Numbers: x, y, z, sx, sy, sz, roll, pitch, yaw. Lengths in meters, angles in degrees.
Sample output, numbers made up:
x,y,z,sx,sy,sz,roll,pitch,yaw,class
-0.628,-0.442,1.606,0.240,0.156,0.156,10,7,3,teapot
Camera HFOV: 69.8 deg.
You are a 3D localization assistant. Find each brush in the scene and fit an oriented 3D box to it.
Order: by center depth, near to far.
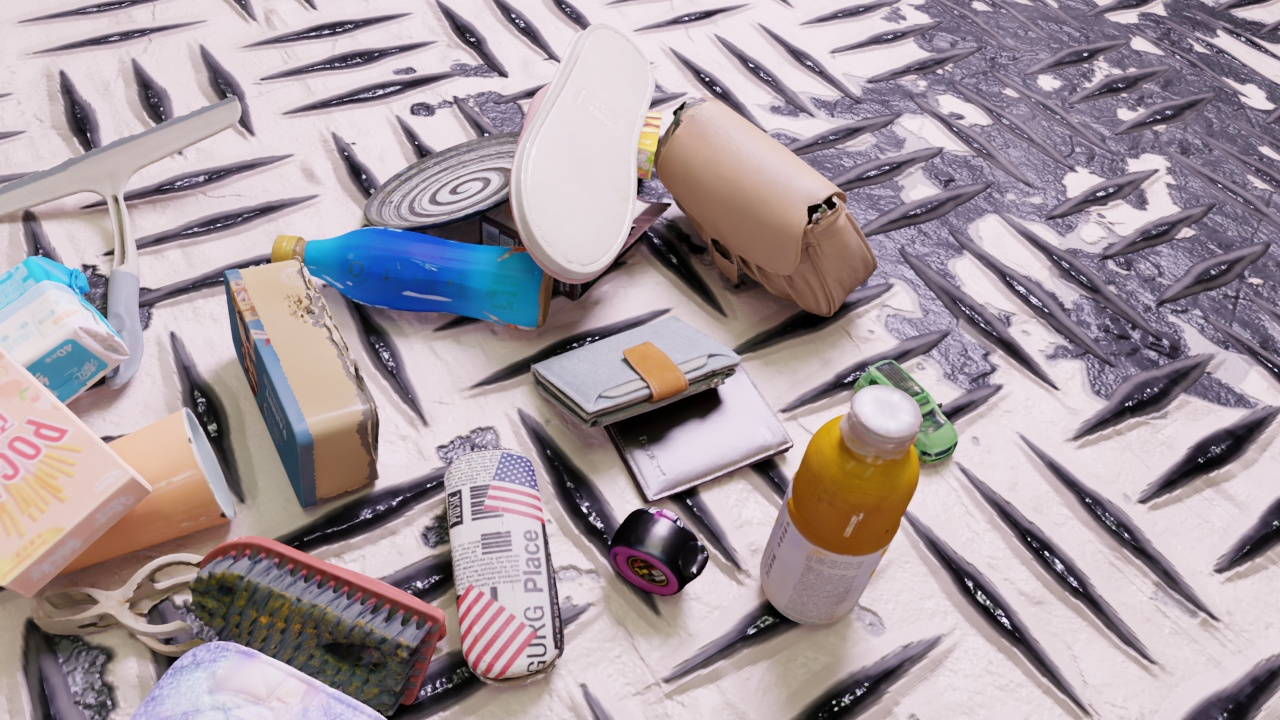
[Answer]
x,y,z,sx,sy,sz,roll,pitch,yaw,class
-0.188,0.145,0.538,0.146,0.063,0.069,22,14,2,brush

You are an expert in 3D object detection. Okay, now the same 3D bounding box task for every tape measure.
x,y,z,sx,sy,sz,roll,pitch,yaw,class
0.011,0.122,0.591,0.058,0.057,0.039,34,54,1,tape measure

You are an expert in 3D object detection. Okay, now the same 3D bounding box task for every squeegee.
x,y,z,sx,sy,sz,roll,pitch,yaw,class
-0.409,-0.072,0.720,0.246,0.039,0.246,-22,60,-2,squeegee

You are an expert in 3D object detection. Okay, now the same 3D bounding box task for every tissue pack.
x,y,z,sx,sy,sz,roll,pitch,yaw,class
-0.429,0.000,0.624,0.140,0.063,0.090,-41,64,-14,tissue pack

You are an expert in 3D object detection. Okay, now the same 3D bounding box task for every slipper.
x,y,z,sx,sy,sz,roll,pitch,yaw,class
-0.048,-0.171,0.747,0.114,0.055,0.273,30,52,-26,slipper

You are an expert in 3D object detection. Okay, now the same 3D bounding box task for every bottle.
x,y,z,sx,sy,sz,roll,pitch,yaw,class
0.119,0.089,0.546,0.068,0.190,0.067,4,47,-4,bottle
-0.181,-0.071,0.730,0.218,0.065,0.065,9,48,0,bottle

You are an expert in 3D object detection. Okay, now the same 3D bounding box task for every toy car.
x,y,z,sx,sy,sz,roll,pitch,yaw,class
0.206,0.039,0.706,0.043,0.036,0.091,-22,59,-26,toy car

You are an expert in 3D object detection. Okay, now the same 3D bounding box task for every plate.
x,y,z,sx,sy,sz,roll,pitch,yaw,class
-0.154,-0.152,0.802,0.179,0.024,0.179,-12,34,8,plate

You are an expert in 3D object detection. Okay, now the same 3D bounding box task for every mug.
x,y,z,sx,sy,sz,roll,pitch,yaw,class
-0.329,0.087,0.569,0.122,0.078,0.078,-21,55,-18,mug

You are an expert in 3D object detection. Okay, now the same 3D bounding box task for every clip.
x,y,z,sx,sy,sz,roll,pitch,yaw,class
-0.299,0.138,0.554,0.103,0.035,0.092,14,52,15,clip

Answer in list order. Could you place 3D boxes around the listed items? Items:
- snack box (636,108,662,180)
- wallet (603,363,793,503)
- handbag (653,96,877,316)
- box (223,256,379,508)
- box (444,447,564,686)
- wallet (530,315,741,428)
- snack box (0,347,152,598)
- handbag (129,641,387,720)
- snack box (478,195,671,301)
x,y,z,sx,sy,sz,roll,pitch,yaw,class
-0.026,-0.213,0.868,0.087,0.034,0.140,12,31,-2,snack box
0.039,0.049,0.686,0.122,0.020,0.096,-18,54,-19,wallet
0.097,-0.124,0.766,0.099,0.148,0.204,-44,61,-3,handbag
-0.232,0.015,0.633,0.059,0.090,0.184,-15,51,-28,box
-0.089,0.129,0.588,0.071,0.058,0.164,7,47,-24,box
-0.004,0.004,0.685,0.129,0.037,0.106,-20,27,-24,wallet
-0.369,0.056,0.532,0.157,0.026,0.084,33,64,20,snack box
-0.212,0.246,0.443,0.134,0.076,0.193,23,51,7,handbag
-0.056,-0.114,0.793,0.126,0.053,0.113,29,51,17,snack box
